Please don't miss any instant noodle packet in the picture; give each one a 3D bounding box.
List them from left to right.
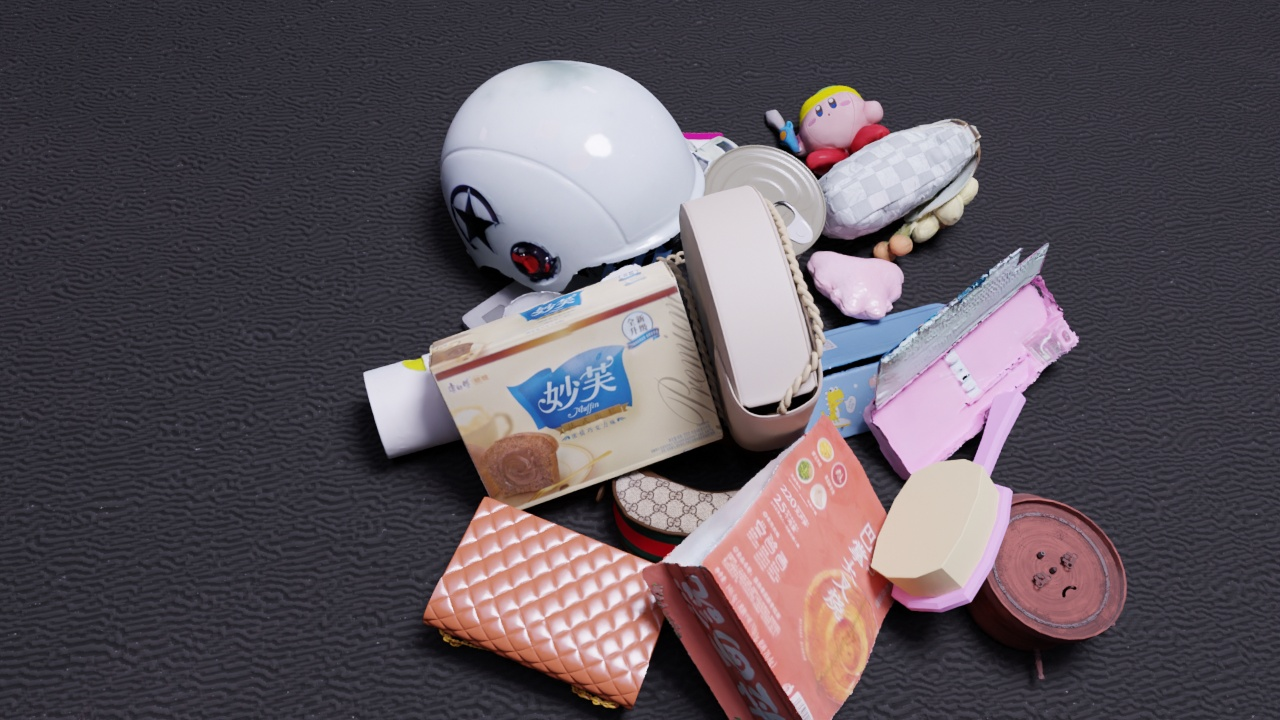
[{"bbox_3d":[0.131,0.162,0.720,0.220,0.084,0.164,-38,100,-36],"label":"instant noodle packet"}]

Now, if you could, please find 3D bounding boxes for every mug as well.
[{"bbox_3d":[-0.182,0.035,0.814,0.106,0.083,0.082,-17,60,-14],"label":"mug"}]

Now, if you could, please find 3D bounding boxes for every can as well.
[{"bbox_3d":[0.116,-0.145,0.937,0.127,0.073,0.127,3,71,-10],"label":"can"}]

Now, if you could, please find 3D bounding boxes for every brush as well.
[{"bbox_3d":[0.269,0.103,0.770,0.043,0.089,0.228,45,59,-18],"label":"brush"}]

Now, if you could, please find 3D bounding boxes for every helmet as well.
[{"bbox_3d":[-0.076,-0.200,0.889,0.264,0.164,0.236,16,56,36],"label":"helmet"}]

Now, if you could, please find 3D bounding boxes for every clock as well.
[{"bbox_3d":[0.320,0.172,0.771,0.120,0.072,0.157,-26,64,-20],"label":"clock"}]

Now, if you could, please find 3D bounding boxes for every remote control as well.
[{"bbox_3d":[-0.098,-0.058,0.917,0.150,0.019,0.074,-38,67,-25],"label":"remote control"}]

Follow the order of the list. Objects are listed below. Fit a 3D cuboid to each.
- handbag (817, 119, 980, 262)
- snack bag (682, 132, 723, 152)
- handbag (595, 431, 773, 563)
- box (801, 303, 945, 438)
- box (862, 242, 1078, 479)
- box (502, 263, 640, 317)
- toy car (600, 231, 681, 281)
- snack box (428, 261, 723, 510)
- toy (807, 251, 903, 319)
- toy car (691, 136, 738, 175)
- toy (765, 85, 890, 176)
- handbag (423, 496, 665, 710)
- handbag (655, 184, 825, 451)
[{"bbox_3d":[0.266,-0.172,0.968,0.171,0.112,0.123,-28,97,-8],"label":"handbag"},{"bbox_3d":[0.073,-0.181,1.012,0.070,0.016,0.196,-2,57,-11],"label":"snack bag"},{"bbox_3d":[0.047,0.114,0.804,0.166,0.063,0.138,5,40,4],"label":"handbag"},{"bbox_3d":[0.236,0.005,0.887,0.209,0.049,0.120,-15,60,-13],"label":"box"},{"bbox_3d":[0.298,-0.012,0.843,0.230,0.159,0.066,-36,33,-16],"label":"box"},{"bbox_3d":[-0.054,-0.019,0.826,0.143,0.137,0.083,-5,47,-9],"label":"box"},{"bbox_3d":[-0.002,-0.106,0.921,0.056,0.055,0.153,44,42,-24],"label":"toy car"},{"bbox_3d":[-0.051,0.026,0.762,0.207,0.153,0.055,-20,27,-1],"label":"snack box"},{"bbox_3d":[0.224,-0.074,0.934,0.102,0.050,0.093,6,45,-5],"label":"toy"},{"bbox_3d":[0.070,-0.209,1.000,0.048,0.033,0.105,42,62,17],"label":"toy car"},{"bbox_3d":[0.218,-0.273,1.062,0.124,0.096,0.131,-27,64,25],"label":"toy"},{"bbox_3d":[-0.070,0.196,0.730,0.172,0.060,0.108,21,53,5],"label":"handbag"},{"bbox_3d":[0.082,-0.034,0.773,0.103,0.211,0.208,-15,74,1],"label":"handbag"}]
